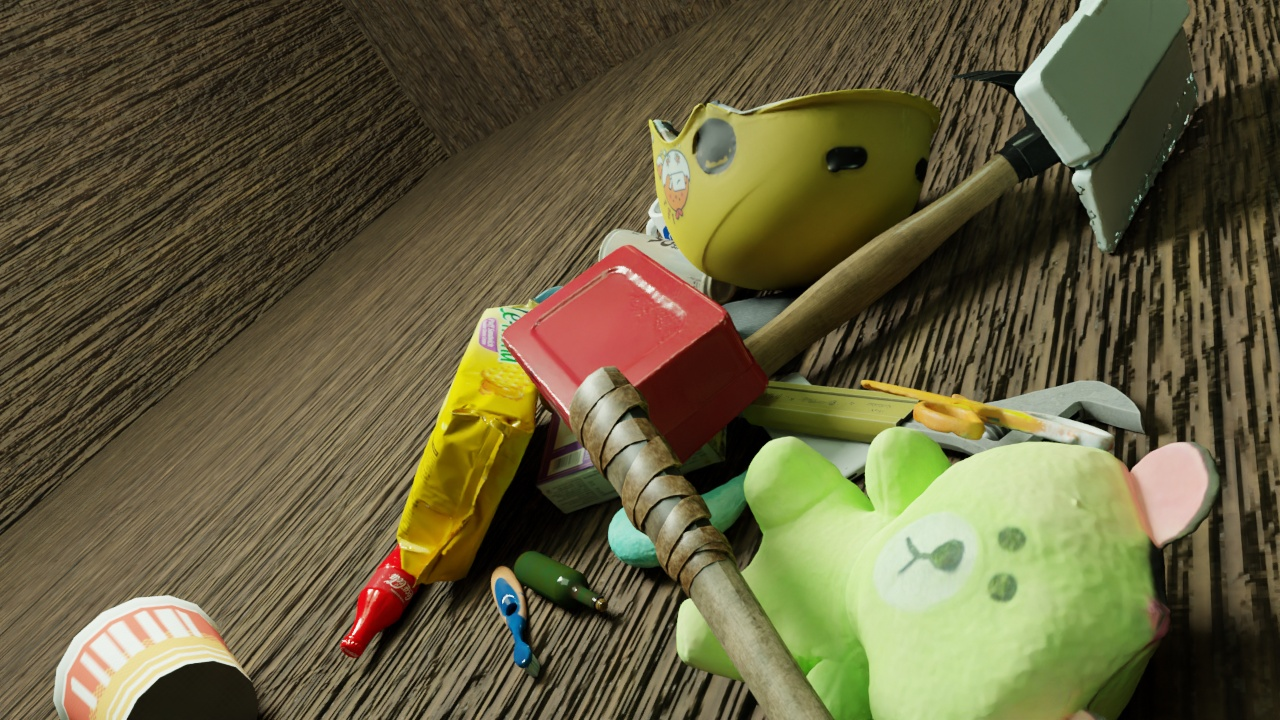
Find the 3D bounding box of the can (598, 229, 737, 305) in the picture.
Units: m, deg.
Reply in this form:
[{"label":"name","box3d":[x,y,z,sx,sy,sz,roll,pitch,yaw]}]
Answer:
[{"label":"can","box3d":[0.026,-0.089,0.885,0.136,0.054,0.054,19,54,37]}]

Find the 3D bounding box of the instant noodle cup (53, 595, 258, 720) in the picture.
[{"label":"instant noodle cup","box3d":[-0.361,0.257,0.698,0.121,0.123,0.123,6,44,47]}]

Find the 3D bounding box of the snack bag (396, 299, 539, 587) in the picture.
[{"label":"snack bag","box3d":[-0.135,0.055,0.759,0.246,0.068,0.160,-90,26,-64]}]

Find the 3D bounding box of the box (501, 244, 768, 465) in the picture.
[{"label":"box","box3d":[-0.007,0.001,0.636,0.129,0.092,0.157,-39,33,-7]}]

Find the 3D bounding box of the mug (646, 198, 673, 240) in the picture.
[{"label":"mug","box3d":[0.059,-0.132,0.935,0.122,0.090,0.090,-13,30,41]}]

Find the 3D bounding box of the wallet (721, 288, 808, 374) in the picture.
[{"label":"wallet","box3d":[0.088,-0.019,0.751,0.115,0.026,0.089,-11,33,44]}]

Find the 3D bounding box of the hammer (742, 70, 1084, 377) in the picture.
[{"label":"hammer","box3d":[0.178,-0.080,0.647,0.306,0.132,0.040,-38,20,8]}]

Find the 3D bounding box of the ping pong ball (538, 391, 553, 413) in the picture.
[{"label":"ping pong ball","box3d":[-0.074,0.031,0.852,0.040,0.040,0.040,-29,23,13]}]

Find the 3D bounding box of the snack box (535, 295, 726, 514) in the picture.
[{"label":"snack box","box3d":[-0.003,0.033,0.713,0.144,0.040,0.147,-22,37,27]}]

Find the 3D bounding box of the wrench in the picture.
[{"label":"wrench","box3d":[0.151,0.032,0.549,0.083,0.018,0.274,-40,26,-28]}]

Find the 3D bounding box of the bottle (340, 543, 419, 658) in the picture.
[{"label":"bottle","box3d":[-0.197,0.181,0.721,0.036,0.036,0.118,-19,27,33]}]

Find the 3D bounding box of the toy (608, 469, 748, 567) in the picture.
[{"label":"toy","box3d":[0.023,0.103,0.590,0.105,0.033,0.084,-18,16,36]}]

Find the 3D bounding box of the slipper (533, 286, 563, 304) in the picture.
[{"label":"slipper","box3d":[-0.084,-0.036,0.960,0.246,0.074,0.103,-12,30,39]}]

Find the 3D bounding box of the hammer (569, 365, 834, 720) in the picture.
[{"label":"hammer","box3d":[0.040,0.106,0.349,0.122,0.049,0.318,-58,40,20]}]

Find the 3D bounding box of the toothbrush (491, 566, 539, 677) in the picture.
[{"label":"toothbrush","box3d":[-0.085,0.172,0.617,0.021,0.017,0.135,-33,20,-7]}]

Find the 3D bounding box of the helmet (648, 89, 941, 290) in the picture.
[{"label":"helmet","box3d":[0.122,-0.126,0.743,0.208,0.139,0.240,0,4,-33]}]

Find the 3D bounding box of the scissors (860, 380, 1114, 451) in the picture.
[{"label":"scissors","box3d":[0.169,0.027,0.450,0.128,0.011,0.125,12,9,12]}]

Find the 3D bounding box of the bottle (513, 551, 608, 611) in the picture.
[{"label":"bottle","box3d":[-0.051,0.148,0.603,0.025,0.025,0.106,-44,24,-23]}]

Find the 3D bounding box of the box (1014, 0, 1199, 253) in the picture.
[{"label":"box","box3d":[0.323,-0.180,0.608,0.196,0.134,0.041,-47,17,-28]}]

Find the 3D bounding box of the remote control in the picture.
[{"label":"remote control","box3d":[0.111,0.045,0.610,0.045,0.008,0.146,-33,22,2]}]

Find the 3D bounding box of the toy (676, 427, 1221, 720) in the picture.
[{"label":"toy","box3d":[0.118,0.099,0.375,0.197,0.107,0.150,8,65,46]}]
